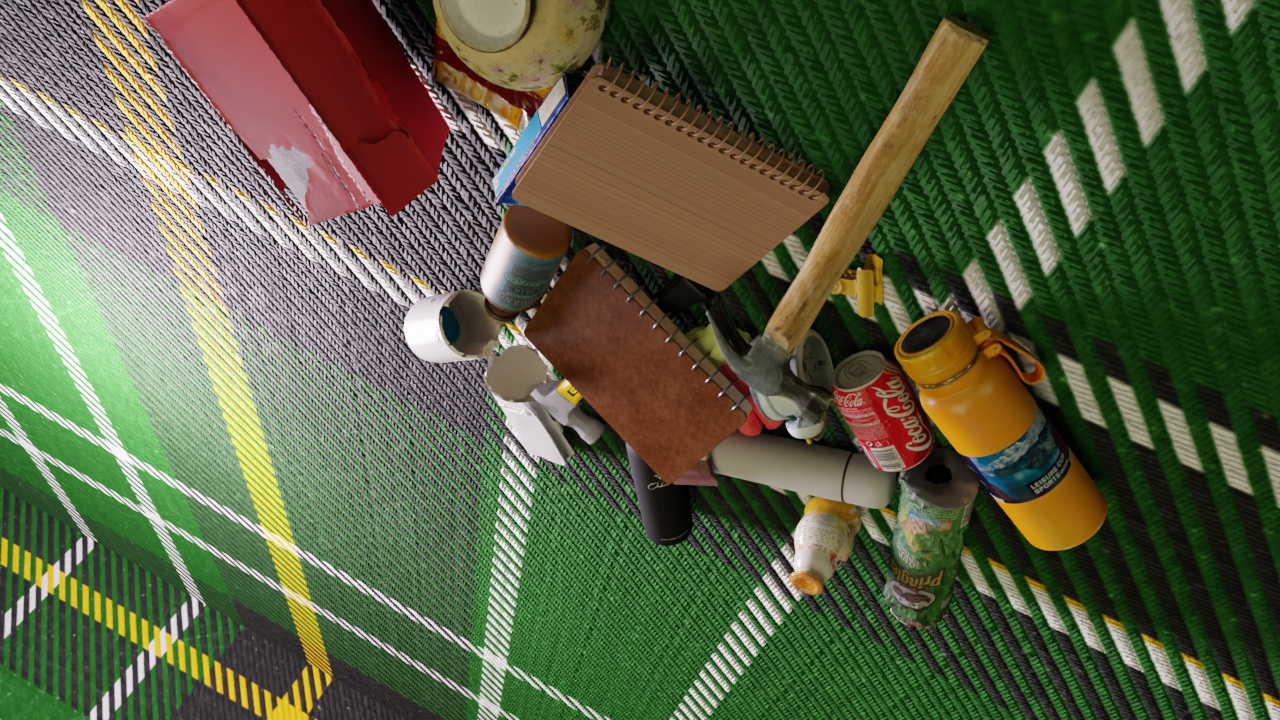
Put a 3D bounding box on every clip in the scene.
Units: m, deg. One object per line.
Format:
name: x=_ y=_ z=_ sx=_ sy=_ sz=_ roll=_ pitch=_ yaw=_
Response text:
clip: x=0.177 y=-0.063 z=0.767 sx=0.050 sy=0.044 sz=0.054 roll=-7 pitch=134 yaw=8

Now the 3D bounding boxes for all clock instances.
clock: x=0.143 y=0.023 z=0.842 sx=0.057 sy=0.083 sz=0.117 roll=-11 pitch=125 yaw=34

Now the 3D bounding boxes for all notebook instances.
notebook: x=0.024 y=-0.139 z=0.737 sx=0.210 sy=0.022 sz=0.170 roll=22 pitch=146 yaw=-21
notebook: x=-0.005 y=0.005 z=0.915 sx=0.225 sy=0.024 sz=0.168 roll=46 pitch=138 yaw=3

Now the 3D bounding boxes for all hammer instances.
hammer: x=-0.027 y=-0.010 z=0.971 sx=0.127 sy=0.029 sz=0.325 roll=39 pitch=141 yaw=-8
hammer: x=0.152 y=-0.098 z=0.689 sx=0.132 sy=0.033 sz=0.331 roll=35 pitch=131 yaw=12

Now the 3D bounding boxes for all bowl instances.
bowl: x=-0.101 y=-0.267 z=0.670 sx=0.145 sy=0.063 sz=0.145 roll=9 pitch=118 yaw=17

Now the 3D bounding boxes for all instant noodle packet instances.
instant noodle packet: x=-0.111 y=-0.245 z=0.757 sx=0.135 sy=0.039 sz=0.099 roll=30 pitch=144 yaw=4

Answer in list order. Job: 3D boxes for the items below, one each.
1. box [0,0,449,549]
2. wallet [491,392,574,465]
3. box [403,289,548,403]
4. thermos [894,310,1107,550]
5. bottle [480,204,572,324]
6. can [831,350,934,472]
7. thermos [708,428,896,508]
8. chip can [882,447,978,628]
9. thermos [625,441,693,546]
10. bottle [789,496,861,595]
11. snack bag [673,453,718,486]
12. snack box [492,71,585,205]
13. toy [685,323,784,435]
box: x=-0.293 y=-0.128 z=0.634 sx=0.141 sy=0.509 sz=0.215 roll=-14 pitch=126 yaw=25
wallet: x=-0.132 y=0.077 z=1.141 sx=0.086 sy=0.032 sz=0.116 roll=14 pitch=143 yaw=39
box: x=-0.181 y=-0.014 z=1.012 sx=0.138 sy=0.083 sz=0.143 roll=-5 pitch=121 yaw=54
thermos: x=0.308 y=0.054 z=0.776 sx=0.232 sy=0.091 sz=0.076 roll=47 pitch=172 yaw=-19
bottle: x=-0.123 y=-0.087 z=0.917 sx=0.068 sy=0.067 sz=0.157 roll=34 pitch=143 yaw=-2
can: x=0.218 y=0.046 z=0.829 sx=0.064 sy=0.064 sz=0.105 roll=-10 pitch=126 yaw=41
thermos: x=0.150 y=0.107 z=0.954 sx=0.224 sy=0.052 sz=0.052 roll=10 pitch=138 yaw=26
chip can: x=0.289 y=0.183 z=0.924 sx=0.075 sy=0.075 sz=0.224 roll=14 pitch=139 yaw=22
thermos: x=0.020 y=0.123 z=1.056 sx=0.061 sy=0.061 sz=0.232 roll=13 pitch=139 yaw=23
bottle: x=0.193 y=0.195 z=0.975 sx=0.063 sy=0.108 sz=0.063 roll=19 pitch=140 yaw=17
snack bag: x=0.038 y=0.062 z=0.952 sx=0.057 sy=0.013 sz=0.158 roll=-4 pitch=115 yaw=32
snack box: x=-0.059 y=-0.177 z=0.767 sx=0.082 sy=0.027 sz=0.151 roll=-1 pitch=156 yaw=-31
toy: x=0.092 y=0.018 z=0.901 sx=0.092 sy=0.045 sz=0.135 roll=-9 pitch=121 yaw=43
